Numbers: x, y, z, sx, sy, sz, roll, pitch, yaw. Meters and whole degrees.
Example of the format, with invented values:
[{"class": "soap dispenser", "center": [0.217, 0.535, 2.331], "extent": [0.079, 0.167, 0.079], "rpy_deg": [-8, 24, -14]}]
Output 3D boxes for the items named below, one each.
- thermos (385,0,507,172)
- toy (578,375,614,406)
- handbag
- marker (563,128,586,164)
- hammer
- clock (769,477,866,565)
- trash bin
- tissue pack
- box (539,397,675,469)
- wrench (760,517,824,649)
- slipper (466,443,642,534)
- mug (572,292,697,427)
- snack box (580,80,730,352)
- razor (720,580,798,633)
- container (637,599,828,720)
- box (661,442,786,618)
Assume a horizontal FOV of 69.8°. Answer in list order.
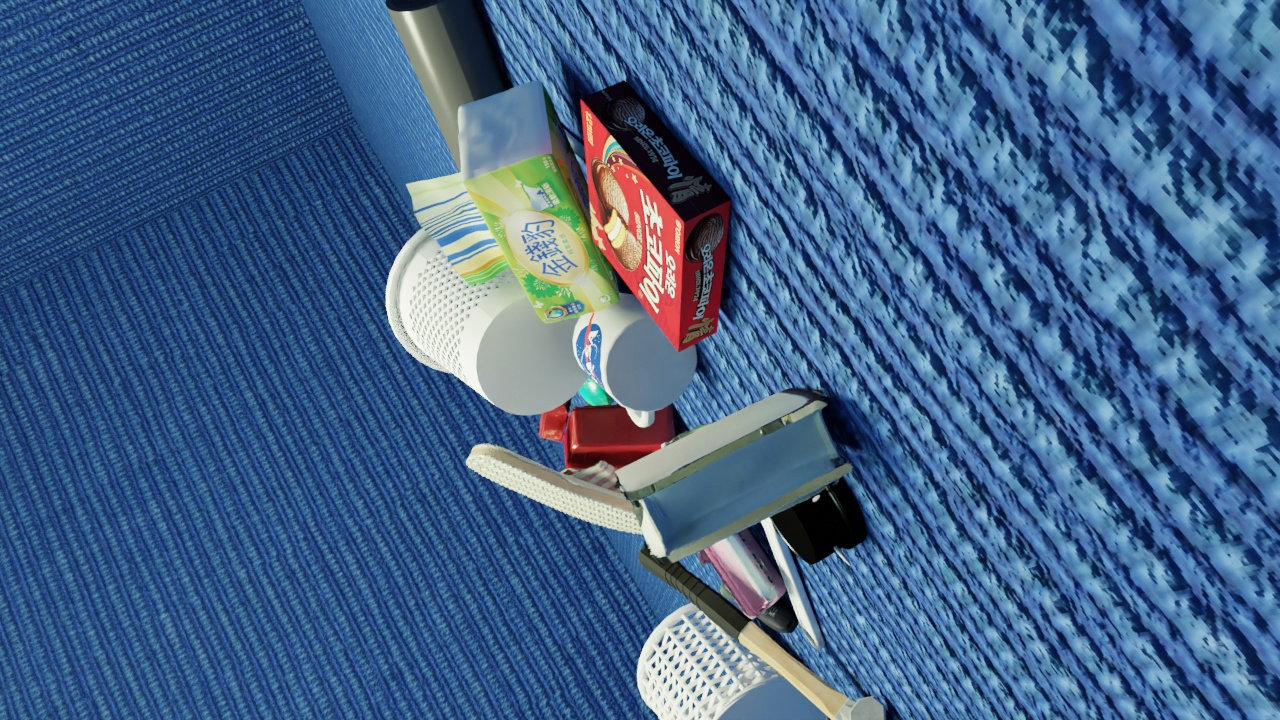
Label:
[{"class": "thermos", "center": [-0.182, -0.278, 0.972], "extent": [0.082, 0.082, 0.241], "rpy_deg": [50, 165, 42]}, {"class": "toy", "center": [-0.074, 0.000, 1.248], "extent": [0.130, 0.072, 0.193], "rpy_deg": [-142, 34, -62]}, {"class": "handbag", "center": [0.058, 0.080, 0.670], "extent": [0.074, 0.151, 0.176], "rpy_deg": [65, 172, -7]}, {"class": "marker", "center": [-0.063, -0.199, 0.838], "extent": [0.152, 0.011, 0.011], "rpy_deg": [49, 164, 43]}, {"class": "hammer", "center": [0.126, 0.303, 0.993], "extent": [0.328, 0.039, 0.131], "rpy_deg": [34, 160, 30]}, {"class": "clock", "center": [0.125, 0.111, 0.719], "extent": [0.091, 0.042, 0.121], "rpy_deg": [64, 168, -19]}, {"class": "trash bin", "center": [-0.151, -0.042, 0.993], "extent": [0.199, 0.195, 0.196], "rpy_deg": [37, 155, 52]}, {"class": "tissue pack", "center": [-0.116, -0.123, 0.804], "extent": [0.198, 0.141, 0.120], "rpy_deg": [66, -170, -45]}, {"class": "box", "center": [-0.037, 0.059, 1.118], "extent": [0.170, 0.156, 0.157], "rpy_deg": [17, 163, -3]}, {"class": "wrench", "center": [0.147, 0.206, 0.926], "extent": [0.066, 0.018, 0.273], "rpy_deg": [43, 161, 54]}, {"class": "slipper", "center": [-0.076, 0.145, 1.086], "extent": [0.262, 0.052, 0.115], "rpy_deg": [24, 153, -19]}, {"class": "mug", "center": [-0.005, 0.005, 0.870], "extent": [0.090, 0.091, 0.121], "rpy_deg": [-141, 41, -61]}, {"class": "snack box", "center": [0.009, -0.102, 0.677], "extent": [0.132, 0.035, 0.152], "rpy_deg": [54, 163, 27]}, {"class": "razor", "center": [0.141, 0.285, 1.087], "extent": [0.052, 0.047, 0.143], "rpy_deg": [38, 174, -21]}, {"class": "container", "center": [0.117, 0.442, 1.204], "extent": [0.187, 0.189, 0.189], "rpy_deg": [36, 154, 61]}, {"class": "box", "center": [0.091, 0.184, 1.024], "extent": [0.201, 0.066, 0.154], "rpy_deg": [55, 163, 21]}]
